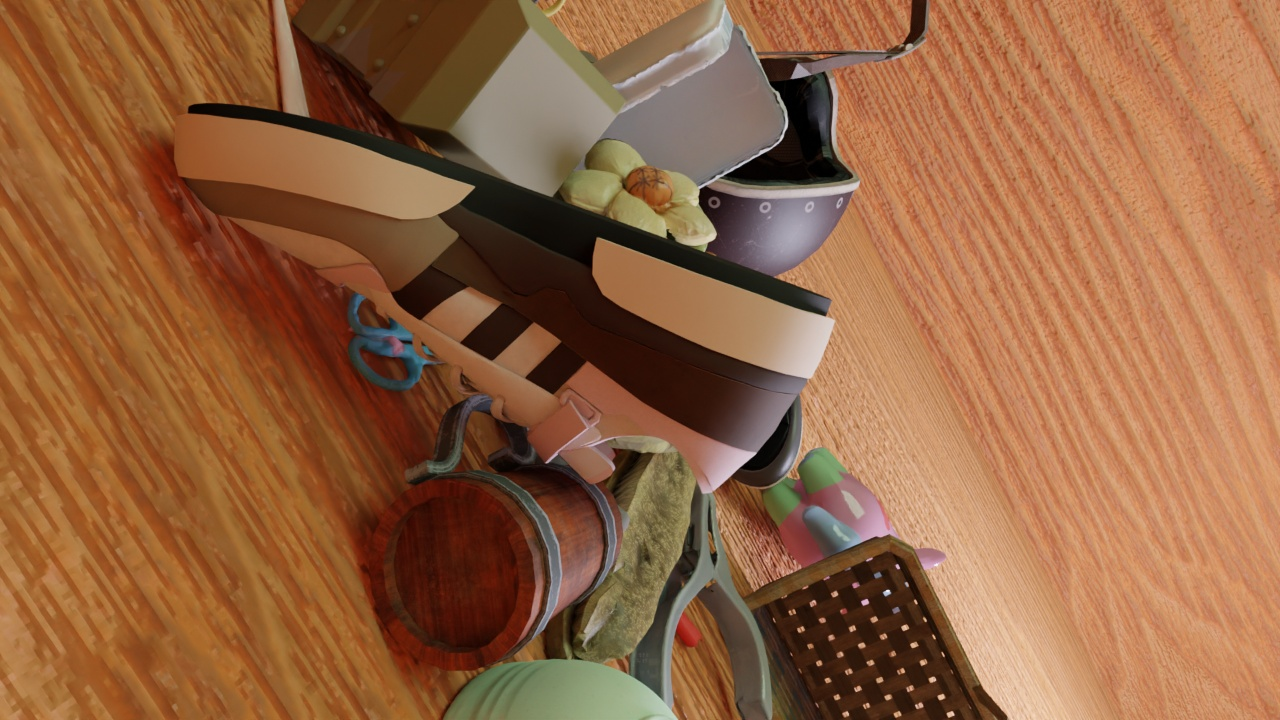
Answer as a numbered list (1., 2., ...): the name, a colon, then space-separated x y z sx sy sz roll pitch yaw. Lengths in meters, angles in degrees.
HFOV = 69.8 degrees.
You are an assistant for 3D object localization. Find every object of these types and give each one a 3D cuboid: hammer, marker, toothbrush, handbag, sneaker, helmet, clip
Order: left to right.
1. toothbrush: -0.194 -0.181 0.505 0.015 0.018 0.181 22 47 -56
2. sneaker: -0.071 -0.021 0.413 0.294 0.116 0.111 19 9 -4
3. hammer: -0.028 -0.260 0.502 0.190 0.325 0.100 44 7 39
4. marker: -0.002 0.129 0.588 0.142 0.013 0.012 56 23 -15
5. handbag: 0.001 -0.042 0.537 0.113 0.117 0.186 -5 70 -31
6. clip: 0.028 0.171 0.561 0.164 0.031 0.169 -21 94 -62
7. helmet: 0.088 -0.196 0.818 0.232 0.234 0.254 -15 111 -42
8. sneaker: 0.120 0.037 0.878 0.160 0.093 0.256 53 24 -44

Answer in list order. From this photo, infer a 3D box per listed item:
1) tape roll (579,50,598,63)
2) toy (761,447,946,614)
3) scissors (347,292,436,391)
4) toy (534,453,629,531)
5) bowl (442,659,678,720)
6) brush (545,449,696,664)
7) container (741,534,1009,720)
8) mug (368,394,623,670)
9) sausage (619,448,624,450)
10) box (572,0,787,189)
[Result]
1. tape roll: -0.044 -0.253 0.895 0.093 0.030 0.093 47 27 -34
2. toy: 0.189 0.165 0.836 0.171 0.120 0.222 53 9 9
3. scissors: -0.114 -0.007 0.502 0.136 0.015 0.055 14 54 -69
4. toy: -0.045 0.058 0.519 0.111 0.030 0.049 44 5 41
5. bowl: -0.016 0.198 0.399 0.151 0.077 0.150 46 29 -35
6. brush: -0.007 0.105 0.543 0.059 0.043 0.194 54 33 -18
7. container: 0.175 0.259 0.650 0.250 0.158 0.186 63 11 0
8. mug: -0.066 0.071 0.428 0.117 0.082 0.111 66 19 8
9. sausage: -0.004 0.004 0.687 0.044 0.039 0.164 36 33 -31
10. box: -0.019 -0.144 0.594 0.130 0.211 0.105 56 25 -14
